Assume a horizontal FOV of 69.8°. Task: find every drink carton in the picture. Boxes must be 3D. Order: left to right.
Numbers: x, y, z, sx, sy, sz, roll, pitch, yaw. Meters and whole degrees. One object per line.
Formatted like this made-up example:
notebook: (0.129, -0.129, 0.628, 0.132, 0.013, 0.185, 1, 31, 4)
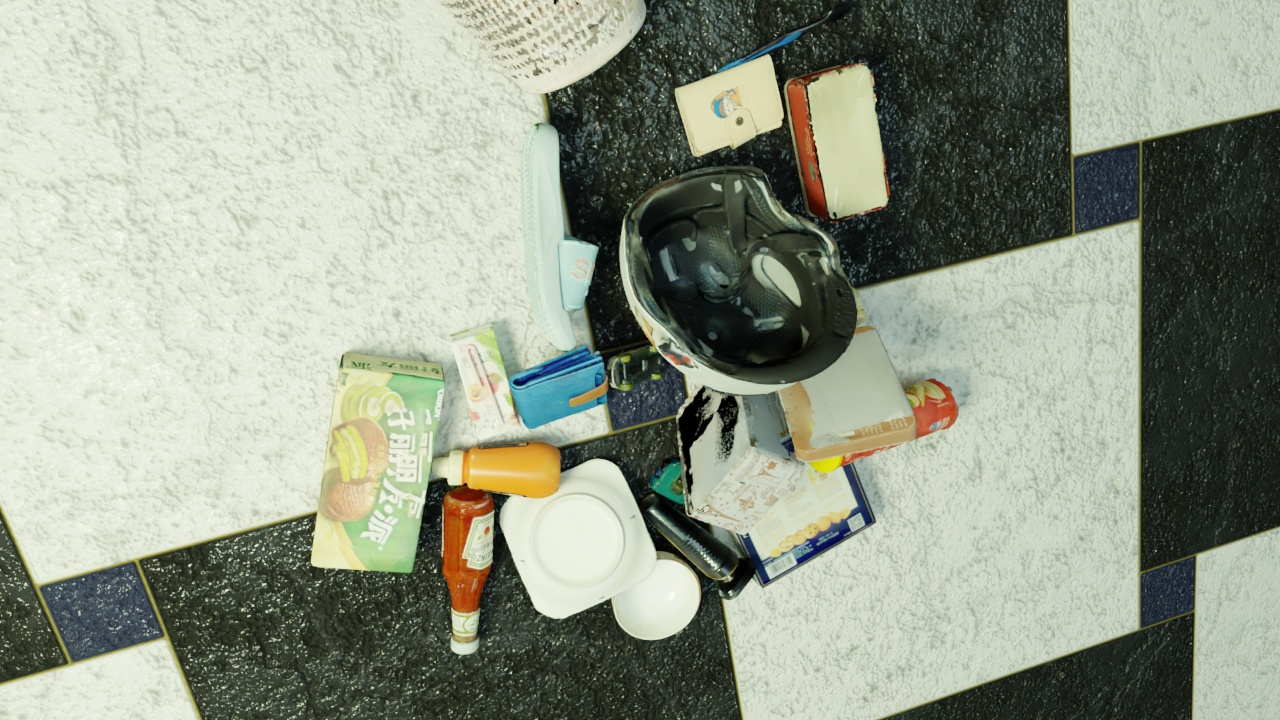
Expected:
drink carton: (-0.177, 0.024, 1.045, 0.053, 0.045, 0.122, -16, 109, -9)

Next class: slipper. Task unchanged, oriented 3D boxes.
slipper: (-0.087, -0.132, 0.997, 0.074, 0.104, 0.245, -6, 101, -15)

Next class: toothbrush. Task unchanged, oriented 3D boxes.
toothbrush: (0.154, -0.359, 1.041, 0.189, 0.016, 0.014, -28, 120, -3)

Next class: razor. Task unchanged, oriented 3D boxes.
razor: (0.068, 0.230, 1.156, 0.167, 0.068, 0.062, 40, 74, -3)

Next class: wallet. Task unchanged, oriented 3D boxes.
wallet: (-0.089, 0.034, 1.034, 0.106, 0.133, 0.040, -19, 70, -8)
wallet: (0.104, -0.285, 1.040, 0.115, 0.024, 0.087, -23, 118, -8)

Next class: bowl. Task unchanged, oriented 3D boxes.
bowl: (0.015, 0.289, 1.165, 0.113, 0.062, 0.113, -4, 107, -12)

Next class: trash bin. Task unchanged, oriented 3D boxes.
trash bin: (-0.102, -0.375, 0.873, 0.227, 0.227, 0.192, -38, 124, -2)

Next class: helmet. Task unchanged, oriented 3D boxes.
helmet: (0.092, -0.068, 1.007, 0.229, 0.157, 0.274, -34, 76, -22)

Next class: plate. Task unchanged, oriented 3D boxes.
plate: (-0.075, 0.214, 1.100, 0.163, 0.034, 0.164, -24, 86, -3)

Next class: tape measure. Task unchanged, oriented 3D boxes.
tape measure: (0.046, 0.151, 1.153, 0.058, 0.025, 0.054, 31, 97, -22)

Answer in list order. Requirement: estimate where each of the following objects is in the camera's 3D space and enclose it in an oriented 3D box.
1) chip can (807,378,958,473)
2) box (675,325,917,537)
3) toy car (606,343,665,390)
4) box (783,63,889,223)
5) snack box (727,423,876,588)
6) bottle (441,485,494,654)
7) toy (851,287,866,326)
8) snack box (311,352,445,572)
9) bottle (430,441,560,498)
chip can: (0.298, 0.079, 1.141, 0.216, 0.073, 0.073, -13, 110, -32)
box: (0.160, 0.064, 1.039, 0.274, 0.178, 0.126, -31, 126, 20)
toy car: (-0.006, 0.006, 1.071, 0.090, 0.035, 0.042, -20, 110, -46)
box: (0.232, -0.250, 1.055, 0.091, 0.079, 0.168, -18, 110, -9)
snack box: (0.194, 0.176, 1.189, 0.178, 0.046, 0.182, -28, 111, -6)
bottle: (-0.208, 0.253, 1.096, 0.059, 0.060, 0.206, 0, 106, -15)
toy: (0.195, -0.049, 1.112, 0.157, 0.066, 0.105, -13, 126, -3)
snack box: (-0.296, 0.117, 1.031, 0.114, 0.063, 0.240, 9, 103, -18)
bottle: (-0.169, 0.126, 1.071, 0.149, 0.066, 0.067, 3, 105, -8)
